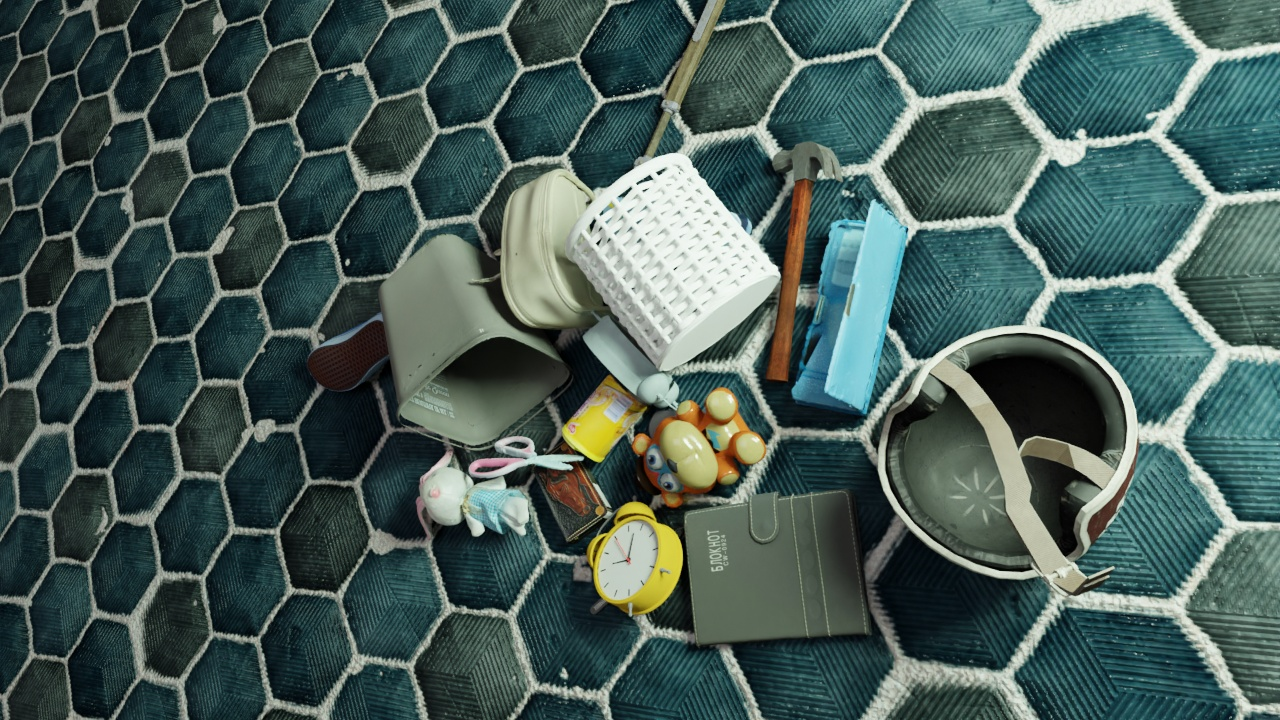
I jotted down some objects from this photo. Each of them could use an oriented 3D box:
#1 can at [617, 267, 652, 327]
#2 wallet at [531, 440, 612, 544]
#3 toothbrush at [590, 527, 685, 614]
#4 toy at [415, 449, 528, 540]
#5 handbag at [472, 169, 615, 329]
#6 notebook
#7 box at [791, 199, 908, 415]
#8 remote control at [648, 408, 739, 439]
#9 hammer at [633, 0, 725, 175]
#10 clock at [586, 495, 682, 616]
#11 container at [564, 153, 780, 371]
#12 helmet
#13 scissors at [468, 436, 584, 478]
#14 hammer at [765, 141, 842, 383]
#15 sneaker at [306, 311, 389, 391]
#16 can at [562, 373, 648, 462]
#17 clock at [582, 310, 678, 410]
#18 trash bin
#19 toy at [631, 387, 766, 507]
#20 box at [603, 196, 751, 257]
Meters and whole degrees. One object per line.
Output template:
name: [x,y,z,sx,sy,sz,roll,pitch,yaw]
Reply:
can: [-0.006,-0.091,1.234,0.032,0.032,0.095,8,80,30]
wallet: [-0.092,0.172,1.212,0.072,0.019,0.123,-37,62,10]
toothbrush: [-0.003,0.263,1.143,0.167,0.013,0.013,-44,60,13]
toy: [-0.237,0.195,1.235,0.206,0.105,0.131,11,84,32]
handbag: [-0.123,-0.139,1.226,0.132,0.184,0.228,-19,68,27]
notebook: [0.153,0.238,1.059,0.209,0.029,0.169,-12,71,23]
box: [0.232,-0.063,1.054,0.094,0.110,0.231,12,81,29]
remote control: [0.067,0.084,1.158,0.125,0.009,0.046,-4,74,27]
hammer: [0.066,-0.404,1.289,0.147,0.028,0.316,21,86,32]
clock: [-0.011,0.237,1.115,0.113,0.052,0.152,-49,37,7]
container: [0.038,-0.115,1.102,0.189,0.189,0.187,-40,79,12]
helmet: [0.348,0.091,0.861,0.233,0.254,0.233,39,71,26]
scissors: [-0.139,0.122,1.222,0.179,0.108,0.016,-7,114,26]
hammer: [0.188,-0.121,1.126,0.111,0.028,0.300,-1,79,61]
sneaker: [-0.419,-0.023,1.427,0.242,0.098,0.083,-24,102,37]
can: [-0.045,0.074,1.188,0.105,0.067,0.067,-49,59,7]
clock: [-0.007,0.007,1.158,0.045,0.122,0.159,-45,73,5]
trash bin: [-0.241,-0.032,1.260,0.198,0.197,0.220,-38,55,15]
toy: [0.065,0.109,1.103,0.177,0.096,0.112,-37,85,38]
box: [0.040,-0.180,1.219,0.210,0.064,0.069,14,84,31]
